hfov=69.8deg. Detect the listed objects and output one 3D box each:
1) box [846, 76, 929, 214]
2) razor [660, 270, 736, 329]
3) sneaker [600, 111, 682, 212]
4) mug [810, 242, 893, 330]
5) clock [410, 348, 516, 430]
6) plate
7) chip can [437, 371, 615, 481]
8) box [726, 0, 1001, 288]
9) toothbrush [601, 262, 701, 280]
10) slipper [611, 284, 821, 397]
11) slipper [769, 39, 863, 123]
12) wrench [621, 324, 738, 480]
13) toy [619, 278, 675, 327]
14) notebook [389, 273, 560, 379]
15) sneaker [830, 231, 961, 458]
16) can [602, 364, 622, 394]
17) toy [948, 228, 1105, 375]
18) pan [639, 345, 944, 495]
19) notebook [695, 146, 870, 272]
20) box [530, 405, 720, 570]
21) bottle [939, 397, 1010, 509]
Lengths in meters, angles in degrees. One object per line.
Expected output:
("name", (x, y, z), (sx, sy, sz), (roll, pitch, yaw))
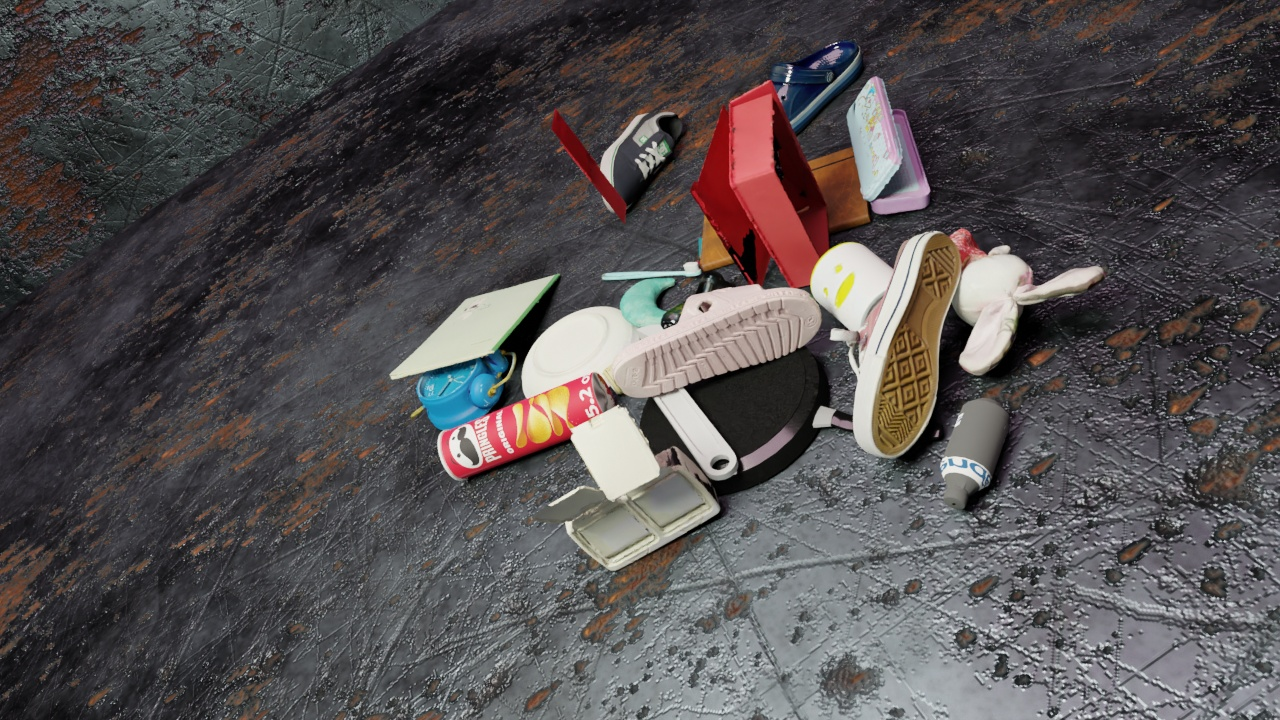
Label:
("box", (0.313, -0.277, 1.194), (0.077, 0.096, 0.213), (-28, 37, 27))
("razor", (0.069, -0.070, 1.136), (0.054, 0.067, 0.151), (4, 17, 31))
("sneaker", (0.005, -0.327, 1.474), (0.079, 0.084, 0.234), (-5, 43, 32))
("mug", (0.251, -0.073, 1.022), (0.082, 0.082, 0.106), (-34, 39, 0))
("clock", (-0.240, 0.032, 1.284), (0.162, 0.060, 0.116), (-20, 36, 18))
("plate", (-0.089, -0.013, 1.245), (0.183, 0.034, 0.182), (-20, 40, 17))
("chip can", (-0.142, 0.083, 1.152), (0.221, 0.069, 0.069), (-22, 39, 15))
("box", (0.265, -0.243, 1.071), (0.326, 0.214, 0.152), (-25, 49, 14))
("toothbrush", (0.011, -0.124, 1.300), (0.181, 0.016, 0.016), (0, 33, 41))
("slipper", (0.079, -0.032, 1.021), (0.239, 0.094, 0.064), (-21, 46, 8))
("slipper", (0.232, -0.419, 1.400), (0.252, 0.095, 0.105), (-41, 41, -14))
("wrench", (0.047, 0.040, 1.042), (0.086, 0.018, 0.273), (-29, 40, -7))
("toy", (0.016, -0.073, 1.234), (0.085, 0.033, 0.105), (-13, 42, -4))
("notebook", (-0.238, -0.054, 1.356), (0.182, 0.010, 0.251), (-12, 25, 25))
("sneaker", (0.246, -0.018, 0.913), (0.088, 0.118, 0.240), (-7, 57, 55))
("can", (-0.007, 0.007, 1.160), (0.079, 0.038, 0.038), (-36, 38, -2))
("toy", (0.357, -0.076, 0.950), (0.159, 0.084, 0.194), (-41, 31, 5))
("pan", (0.152, 0.055, 0.999), (0.357, 0.034, 0.224), (3, 51, 39))
("notebook", (0.189, -0.213, 1.271), (0.250, 0.014, 0.178), (-15, 42, 23))
("box", (-0.019, 0.139, 0.901), (0.144, 0.191, 0.068), (-33, 38, 12))
("bottle", (0.304, 0.086, 0.842), (0.047, 0.047, 0.112), (5, 53, 40))
